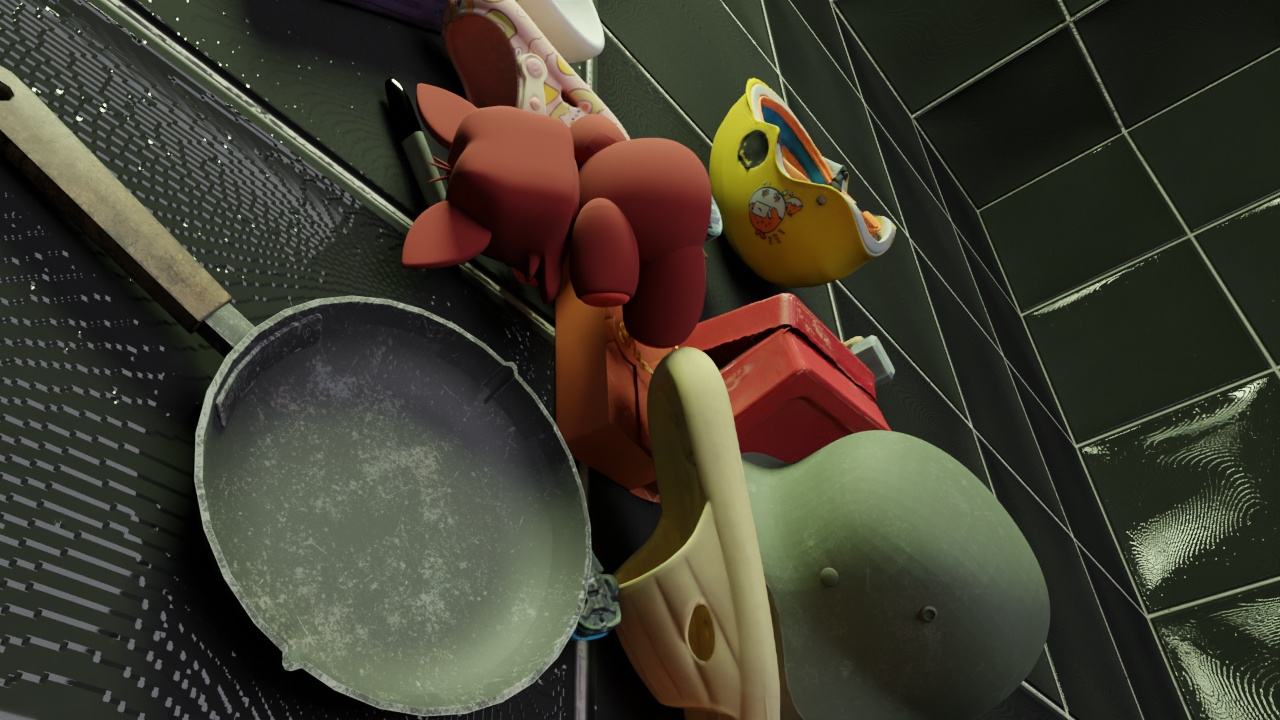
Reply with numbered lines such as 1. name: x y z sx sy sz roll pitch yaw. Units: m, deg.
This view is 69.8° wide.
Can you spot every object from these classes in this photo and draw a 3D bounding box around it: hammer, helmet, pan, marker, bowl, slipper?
1. hammer: 0.223 0.006 1.015 0.051 0.117 0.322 62 19 2
2. helmet: 0.186 0.145 0.650 0.268 0.154 0.226 45 26 -2
3. pan: -0.162 0.010 0.413 0.357 0.040 0.207 46 36 -12
4. marker: -0.139 -0.124 0.602 0.022 0.016 0.138 -6 71 -64
5. bowl: -0.105 -0.325 0.781 0.176 0.066 0.176 51 21 -30
6. slipper: -0.088 -0.177 0.679 0.197 0.093 0.081 51 49 -14
7. helmet: 0.152 -0.177 1.015 0.208 0.140 0.240 3 49 -58
8. slipper: 0.020 0.121 0.537 0.079 0.111 0.261 -2 79 -21

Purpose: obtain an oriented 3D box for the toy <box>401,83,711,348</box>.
1. toy: -0.050 -0.098 0.593 0.197 0.121 0.158 9 57 -19

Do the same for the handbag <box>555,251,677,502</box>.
1. handbag: -0.005 0.004 0.665 0.109 0.060 0.171 40 34 -41

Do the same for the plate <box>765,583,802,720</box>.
1. plate: 0.118 0.191 0.699 0.182 0.034 0.182 40 29 -28

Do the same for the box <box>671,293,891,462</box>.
1. box: 0.116 0.041 0.751 0.157 0.137 0.122 35 43 -39

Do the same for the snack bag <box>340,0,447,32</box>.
1. snack bag: -0.188 -0.296 0.635 0.205 0.059 0.096 -17 80 -63

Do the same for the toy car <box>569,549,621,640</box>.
1. toy car: -0.049 0.110 0.515 0.048 0.032 0.105 8 45 -54

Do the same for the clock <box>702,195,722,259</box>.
1. clock: 0.030 -0.159 0.878 0.090 0.052 0.129 1 64 -59
